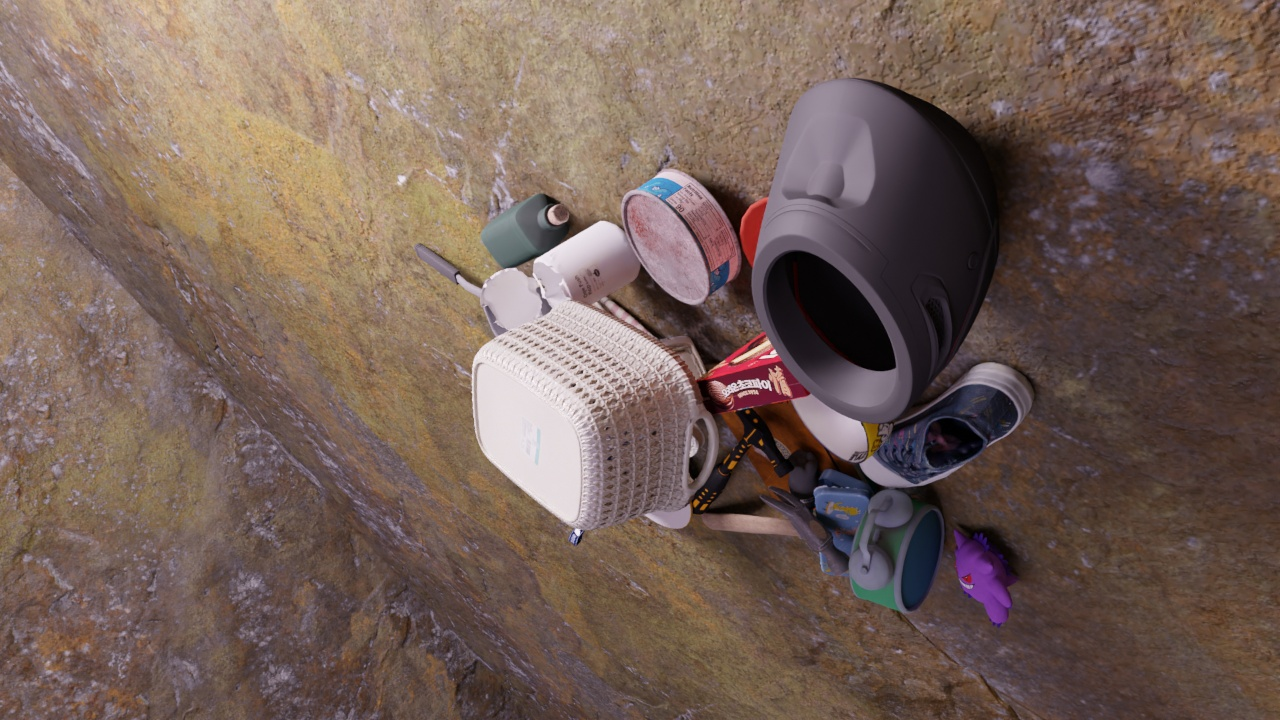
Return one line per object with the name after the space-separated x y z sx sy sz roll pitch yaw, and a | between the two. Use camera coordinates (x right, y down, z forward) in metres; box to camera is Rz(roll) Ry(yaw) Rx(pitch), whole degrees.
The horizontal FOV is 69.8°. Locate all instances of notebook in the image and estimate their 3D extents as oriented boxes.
0.185 0.100 1.083 0.179 0.014 0.249 -3 128 50 | notebook

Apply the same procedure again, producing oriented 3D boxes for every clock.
0.270 0.202 0.997 0.075 0.121 0.161 12 163 38 | clock

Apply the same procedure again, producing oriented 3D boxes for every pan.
-0.193 -0.080 1.223 0.357 0.041 0.179 34 148 34 | pan

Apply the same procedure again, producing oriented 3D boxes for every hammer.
0.153 0.213 1.197 0.119 0.030 0.332 51 163 -6 | hammer
0.105 0.137 1.171 0.123 0.036 0.321 54 158 14 | hammer

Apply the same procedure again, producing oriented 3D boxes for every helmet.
0.183 -0.093 0.691 0.164 0.169 0.265 21 148 43 | helmet

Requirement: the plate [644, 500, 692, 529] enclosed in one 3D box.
-0.015 0.158 1.335 0.230 0.021 0.230 38 150 26 | plate

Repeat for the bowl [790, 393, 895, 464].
0.208 0.036 0.912 0.117 0.067 0.117 49 161 23 | bowl

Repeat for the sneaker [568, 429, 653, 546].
-0.057 0.147 1.205 0.103 0.132 0.270 40 153 27 | sneaker

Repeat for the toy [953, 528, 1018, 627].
0.373 0.228 0.996 0.088 0.056 0.106 55 -179 -26 | toy

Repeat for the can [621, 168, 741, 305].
0.039 -0.121 0.906 0.130 0.044 0.130 45 158 23 | can

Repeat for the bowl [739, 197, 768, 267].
0.152 -0.107 0.838 0.122 0.035 0.122 29 147 20 | bowl

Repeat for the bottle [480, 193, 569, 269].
-0.125 -0.153 1.062 0.131 0.061 0.061 -13 118 54 | bottle

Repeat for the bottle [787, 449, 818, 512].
0.193 0.150 1.084 0.036 0.036 0.110 21 144 31 | bottle

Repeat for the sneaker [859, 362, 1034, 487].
0.284 0.086 0.893 0.087 0.079 0.236 41 149 2 | sneaker

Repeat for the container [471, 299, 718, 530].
-0.058 0.056 0.910 0.246 0.142 0.185 29 127 42 | container

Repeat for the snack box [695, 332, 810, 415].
0.146 -0.009 0.851 0.133 0.151 0.036 -17 103 55 | snack box

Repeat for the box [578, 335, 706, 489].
0.028 0.042 1.014 0.185 0.145 0.096 55 148 38 | box

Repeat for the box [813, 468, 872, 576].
0.243 0.206 1.093 0.066 0.049 0.210 18 150 26 | box

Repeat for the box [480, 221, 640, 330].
-0.089 -0.087 1.017 0.112 0.162 0.084 18 135 54 | box

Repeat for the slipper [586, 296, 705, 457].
-0.007 0.007 1.138 0.263 0.052 0.115 50 152 0 | slipper
